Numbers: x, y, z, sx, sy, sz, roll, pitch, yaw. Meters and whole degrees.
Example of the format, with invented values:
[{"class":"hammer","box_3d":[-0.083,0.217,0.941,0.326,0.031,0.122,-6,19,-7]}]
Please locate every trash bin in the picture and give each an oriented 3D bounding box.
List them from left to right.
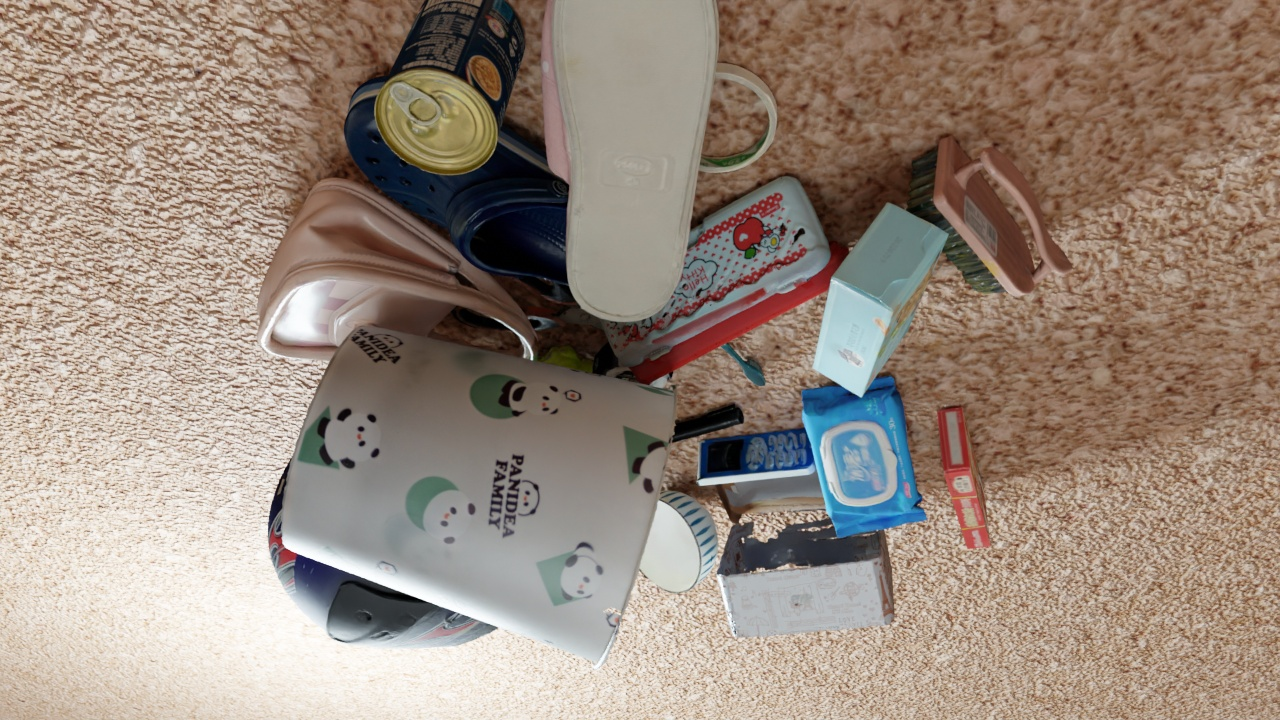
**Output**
[{"class":"trash bin","box_3d":[-0.122,0.095,0.720,0.252,0.229,0.230,16,141,-4]}]

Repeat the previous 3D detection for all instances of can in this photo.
[{"class":"can","box_3d":[-0.119,-0.184,0.592,0.075,0.111,0.075,4,139,3]}]

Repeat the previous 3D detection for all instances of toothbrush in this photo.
[{"class":"toothbrush","box_3d":[0.059,-0.035,0.823,0.016,0.018,0.191,-25,129,30]}]

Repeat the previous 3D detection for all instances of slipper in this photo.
[{"class":"slipper","box_3d":[-0.108,-0.110,0.687,0.252,0.095,0.105,25,135,-14]},{"class":"slipper","box_3d":[-0.009,-0.156,0.617,0.114,0.054,0.275,0,118,-2]}]

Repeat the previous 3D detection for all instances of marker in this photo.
[{"class":"marker","box_3d":[0.044,0.072,0.951,0.132,0.020,0.022,-18,118,28]}]

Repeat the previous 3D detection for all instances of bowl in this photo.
[{"class":"bowl","box_3d":[0.045,0.201,1.057,0.066,0.116,0.117,-20,163,-43]}]

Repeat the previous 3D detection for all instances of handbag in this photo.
[{"class":"handbag","box_3d":[-0.196,-0.042,0.786,0.234,0.093,0.194,21,152,-26]}]

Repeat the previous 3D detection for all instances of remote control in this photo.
[{"class":"remote control","box_3d":[0.119,0.101,0.952,0.125,0.048,0.024,-8,142,19]}]

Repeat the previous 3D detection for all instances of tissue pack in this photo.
[{"class":"tissue pack","box_3d":[0.214,0.096,0.882,0.095,0.052,0.157,-12,102,19]}]

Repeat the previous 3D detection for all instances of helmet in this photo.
[{"class":"helmet","box_3d":[-0.229,0.147,0.916,0.240,0.246,0.316,34,127,-28]}]

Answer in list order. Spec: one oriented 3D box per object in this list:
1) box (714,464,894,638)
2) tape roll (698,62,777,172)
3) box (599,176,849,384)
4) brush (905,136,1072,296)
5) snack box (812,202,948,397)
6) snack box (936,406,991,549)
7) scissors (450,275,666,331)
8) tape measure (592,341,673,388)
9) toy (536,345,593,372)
[{"class":"box","box_3d":[0.174,0.173,0.989,0.183,0.154,0.185,-10,106,16]},{"class":"tape roll","box_3d":[0.054,-0.171,0.654,0.086,0.013,0.086,5,141,4]},{"class":"box","box_3d":[0.062,-0.066,0.746,0.202,0.095,0.101,-28,91,26]},{"class":"brush","box_3d":[0.258,-0.097,0.672,0.073,0.063,0.145,-17,136,42]},{"class":"snack box","box_3d":[0.178,-0.040,0.701,0.051,0.074,0.175,33,165,18]},{"class":"snack box","box_3d":[0.325,0.120,0.919,0.025,0.075,0.153,-11,138,22]},{"class":"scissors","box_3d":[-0.072,-0.048,0.823,0.189,0.015,0.225,-17,139,30]},{"class":"tape measure","box_3d":[-0.005,0.005,0.856,0.065,0.033,0.066,15,152,-22]},{"class":"toy","box_3d":[-0.093,0.016,0.896,0.096,0.031,0.100,32,135,-30]}]
